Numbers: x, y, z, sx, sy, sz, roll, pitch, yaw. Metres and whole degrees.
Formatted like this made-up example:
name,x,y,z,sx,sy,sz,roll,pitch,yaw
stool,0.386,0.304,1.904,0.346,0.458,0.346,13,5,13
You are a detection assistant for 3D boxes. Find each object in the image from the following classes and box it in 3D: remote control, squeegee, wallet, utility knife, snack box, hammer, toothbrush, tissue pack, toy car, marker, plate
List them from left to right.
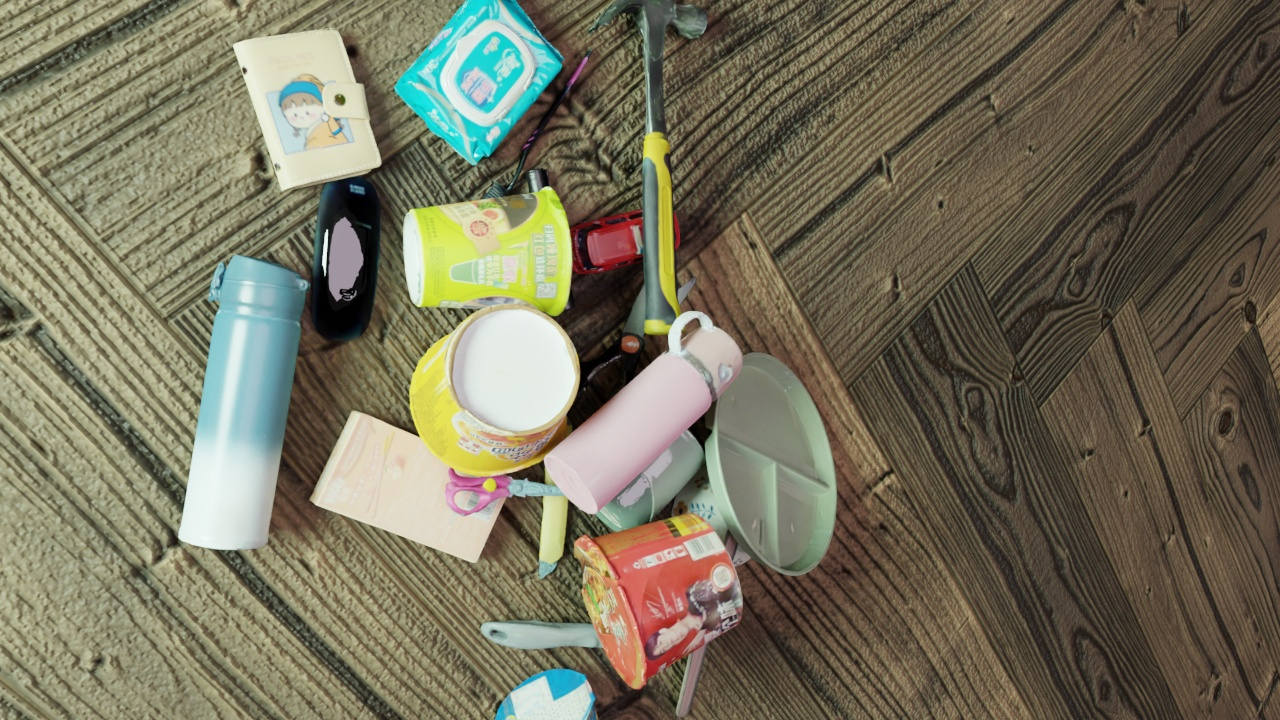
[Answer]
name,x,y,z,sx,sy,sz,roll,pitch,yaw
wallet,-0.259,-0.200,0.727,0.087,0.024,0.115,-20,99,-25
remote control,-0.240,-0.084,0.751,0.053,0.024,0.136,3,94,-31
snack box,-0.195,0.112,0.798,0.157,0.026,0.084,29,80,-30
tissue pack,-0.134,-0.245,0.781,0.093,0.050,0.133,42,74,-26
toothbrush,-0.093,-0.210,0.831,0.018,0.014,0.189,33,78,-19
marker,-0.083,-0.110,0.845,0.022,0.020,0.132,-26,108,-50
utility knife,-0.082,0.128,0.873,0.031,0.018,0.166,1,93,-27
squeegee,-0.029,0.263,0.887,0.249,0.040,0.248,4,112,-22
toy car,-0.013,-0.114,0.872,0.120,0.045,0.053,-20,106,-30
hammer,0.013,-0.185,0.848,0.126,0.032,0.323,1,85,-38
plate,0.135,0.105,0.939,0.230,0.028,0.229,25,57,-46

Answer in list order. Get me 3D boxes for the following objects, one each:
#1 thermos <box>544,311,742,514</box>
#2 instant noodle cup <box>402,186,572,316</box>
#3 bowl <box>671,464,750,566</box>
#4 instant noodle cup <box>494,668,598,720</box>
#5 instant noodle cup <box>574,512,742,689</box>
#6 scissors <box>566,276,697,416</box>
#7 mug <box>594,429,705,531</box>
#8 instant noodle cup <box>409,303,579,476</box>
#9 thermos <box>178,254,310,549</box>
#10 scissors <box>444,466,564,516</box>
name,x,y,z,sx,sy,sz,roll,pitch,yaw
thermos,0.005,0.039,0.802,0.198,0.067,0.087,-41,126,-22
instant noodle cup,-0.133,-0.088,0.772,0.123,0.112,0.112,-6,98,-23
bowl,0.094,0.167,0.956,0.113,0.062,0.113,-4,99,-29
instant noodle cup,-0.071,0.367,0.865,0.099,0.099,0.110,-33,118,-24
instant noodle cup,0.018,0.204,0.809,0.108,0.138,0.138,-18,104,-20
scissors,-0.030,-0.005,0.868,0.190,0.022,0.229,1,67,-3
mug,0.001,0.115,0.891,0.106,0.082,0.112,-46,147,-19
instant noodle cup,-0.115,0.020,0.762,0.138,0.110,0.138,6,72,-19
thermos,-0.304,0.031,0.704,0.070,0.070,0.220,8,90,-31
scissors,-0.114,0.113,0.823,0.133,0.017,0.056,9,74,-36
